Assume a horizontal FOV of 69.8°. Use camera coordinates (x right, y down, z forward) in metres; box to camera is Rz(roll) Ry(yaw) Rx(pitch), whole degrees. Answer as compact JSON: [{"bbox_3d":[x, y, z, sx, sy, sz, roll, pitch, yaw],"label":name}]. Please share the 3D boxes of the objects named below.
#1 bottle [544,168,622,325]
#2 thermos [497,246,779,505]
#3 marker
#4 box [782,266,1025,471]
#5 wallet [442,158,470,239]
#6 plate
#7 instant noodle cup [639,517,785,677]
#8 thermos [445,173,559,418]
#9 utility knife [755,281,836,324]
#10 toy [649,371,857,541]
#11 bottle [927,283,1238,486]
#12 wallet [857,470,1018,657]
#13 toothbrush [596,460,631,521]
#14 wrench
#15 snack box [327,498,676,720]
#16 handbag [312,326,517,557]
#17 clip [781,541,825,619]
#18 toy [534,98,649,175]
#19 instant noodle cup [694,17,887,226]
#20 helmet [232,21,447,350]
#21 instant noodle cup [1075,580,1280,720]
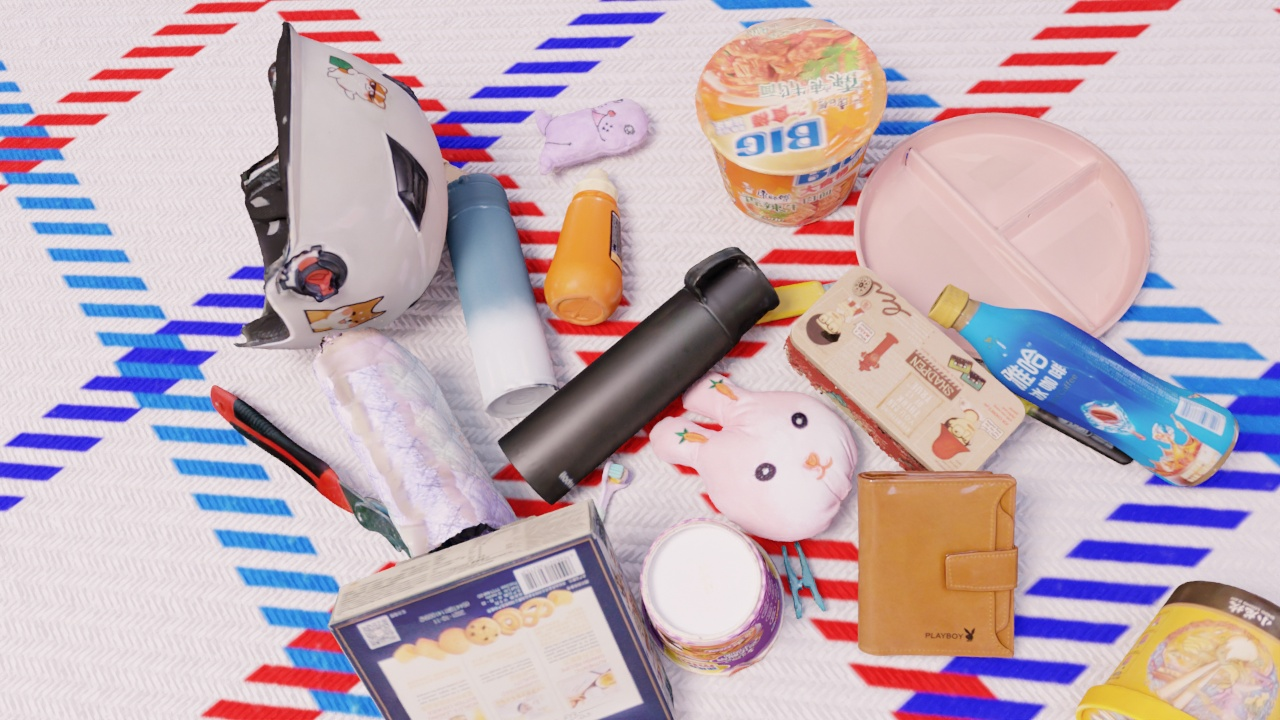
[{"bbox_3d":[-0.044,-0.106,0.799,0.067,0.067,0.149,0,61,9],"label":"bottle"},{"bbox_3d":[-0.004,0.004,0.720,0.242,0.090,0.068,-42,50,-3],"label":"thermos"},{"bbox_3d":[0.317,0.042,0.702,0.124,0.015,0.018,33,77,18],"label":"marker"},{"bbox_3d":[0.194,0.018,0.705,0.091,0.076,0.168,-43,76,-10],"label":"box"},{"bbox_3d":[-0.216,-0.161,0.868,0.115,0.024,0.087,29,80,20],"label":"wallet"},{"bbox_3d":[0.293,-0.102,0.757,0.229,0.028,0.229,-3,69,7],"label":"plate"},{"bbox_3d":[0.048,0.163,0.653,0.111,0.099,0.111,-3,67,7],"label":"instant noodle cup"},{"bbox_3d":[-0.123,-0.061,0.786,0.070,0.070,0.220,-17,67,2],"label":"thermos"},{"bbox_3d":[0.098,-0.042,0.771,0.181,0.015,0.033,-10,80,5],"label":"utility knife"},{"bbox_3d":[0.086,0.069,0.709,0.159,0.054,0.121,25,64,24],"label":"toy"},{"bbox_3d":[0.313,0.011,0.667,0.219,0.065,0.065,30,76,8],"label":"bottle"},{"bbox_3d":[0.206,0.143,0.642,0.108,0.031,0.132,-1,99,8],"label":"wallet"},{"bbox_3d":[-0.046,0.170,0.709,0.021,0.029,0.189,-3,63,52],"label":"toothbrush"},{"bbox_3d":[-0.272,0.094,0.762,0.273,0.056,0.016,32,42,22],"label":"wrench"},{"bbox_3d":[-0.087,0.203,0.625,0.178,0.182,0.045,-19,25,1],"label":"snack box"},{"bbox_3d":[-0.168,0.074,0.704,0.075,0.134,0.194,-36,68,-4],"label":"handbag"},{"bbox_3d":[0.119,0.164,0.686,0.047,0.014,0.057,-16,66,5],"label":"clip"},{"bbox_3d":[-0.045,-0.213,0.851,0.108,0.039,0.083,-14,58,5],"label":"toy"},{"bbox_3d":[0.126,-0.192,0.774,0.151,0.111,0.151,-3,68,8],"label":"instant noodle cup"},{"bbox_3d":[-0.235,-0.125,0.749,0.156,0.275,0.229,5,52,-29],"label":"helmet"},{"bbox_3d":[0.359,0.212,0.577,0.118,0.119,0.114,36,69,20],"label":"instant noodle cup"}]
